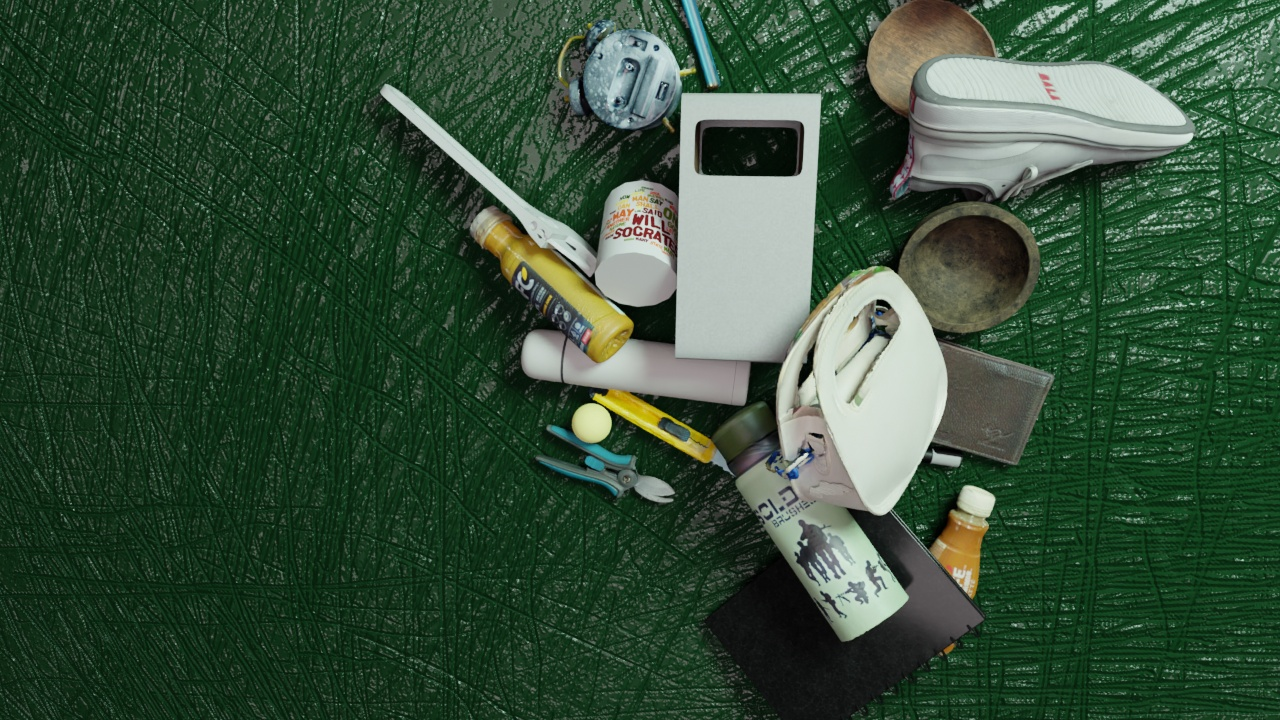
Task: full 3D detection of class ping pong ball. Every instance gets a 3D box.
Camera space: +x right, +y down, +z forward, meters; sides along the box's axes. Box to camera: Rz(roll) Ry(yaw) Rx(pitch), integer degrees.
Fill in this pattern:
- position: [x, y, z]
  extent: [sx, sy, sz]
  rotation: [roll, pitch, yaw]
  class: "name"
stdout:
- position: [-0.049, 0.064, 0.930]
  extent: [0.040, 0.040, 0.040]
  rotation: [1, 101, 7]
  class: "ping pong ball"

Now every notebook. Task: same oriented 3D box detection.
- position: [0.198, 0.260, 0.912]
  extent: [0.232, 0.019, 0.169]
  rotation: [-45, 75, 20]
  class: "notebook"

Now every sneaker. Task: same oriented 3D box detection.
- position: [0.349, -0.188, 0.807]
  extent: [0.263, 0.096, 0.129]
  rotation: [0, 143, -9]
  class: "sneaker"

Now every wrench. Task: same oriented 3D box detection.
- position: [-0.144, -0.176, 0.887]
  extent: [0.273, 0.086, 0.018]
  rotation: [42, 103, 8]
  class: "wrench"

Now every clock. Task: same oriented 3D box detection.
- position: [-0.018, -0.262, 0.851]
  extent: [0.129, 0.052, 0.090]
  rotation: [23, 104, 7]
  class: "clock"

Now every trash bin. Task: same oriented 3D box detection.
- position: [0.096, -0.120, 0.835]
  extent: [0.114, 0.114, 0.229]
  rotation: [2, 102, 7]
  class: "trash bin"

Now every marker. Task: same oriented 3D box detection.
- position: [0.246, 0.088, 0.910]
  extent: [0.140, 0.016, 0.016]
  rotation: [8, 102, 6]
  class: "marker"

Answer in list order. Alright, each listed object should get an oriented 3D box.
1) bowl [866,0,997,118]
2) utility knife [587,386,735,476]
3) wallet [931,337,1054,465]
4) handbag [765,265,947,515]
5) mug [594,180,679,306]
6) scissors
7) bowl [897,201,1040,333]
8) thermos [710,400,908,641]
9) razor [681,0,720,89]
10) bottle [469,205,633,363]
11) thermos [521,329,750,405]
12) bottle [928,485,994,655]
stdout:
- position: [0.261, -0.268, 0.830]
  extent: [0.114, 0.026, 0.102]
  rotation: [35, 103, -1]
  class: "bowl"
- position: [0.039, 0.074, 0.932]
  extent: [0.206, 0.018, 0.030]
  rotation: [31, 69, -3]
  class: "utility knife"
- position: [0.322, 0.041, 0.885]
  extent: [0.120, 0.031, 0.099]
  rotation: [18, 106, 2]
  class: "wallet"
- position: [0.182, 0.020, 0.804]
  extent: [0.093, 0.200, 0.200]
  rotation: [9, 136, 41]
  class: "handbag"
- position: [-0.006, -0.101, 0.861]
  extent: [0.073, 0.089, 0.105]
  rotation: [18, 143, -16]
  class: "mug"
- position: [-0.038, 0.107, 0.949]
  extent: [0.132, 0.019, 0.148]
  rotation: [-21, 97, 12]
  class: "scissors"
- position: [0.296, -0.092, 0.843]
  extent: [0.121, 0.056, 0.121]
  rotation: [4, 117, 7]
  class: "bowl"
- position: [0.158, 0.145, 0.876]
  extent: [0.082, 0.082, 0.231]
  rotation: [-37, 76, 12]
  class: "thermos"
- position: [0.049, -0.323, 0.850]
  extent: [0.042, 0.022, 0.144]
  rotation: [-23, 105, -25]
  class: "razor"
- position: [-0.089, -0.077, 0.880]
  extent: [0.186, 0.053, 0.053]
  rotation: [43, 104, 14]
  class: "bottle"
- position: [-0.005, 0.005, 0.906]
  extent: [0.224, 0.052, 0.052]
  rotation: [7, 102, 6]
  class: "thermos"
- position: [0.305, 0.205, 0.904]
  extent: [0.059, 0.059, 0.167]
  rotation: [17, 101, 3]
  class: "bottle"
